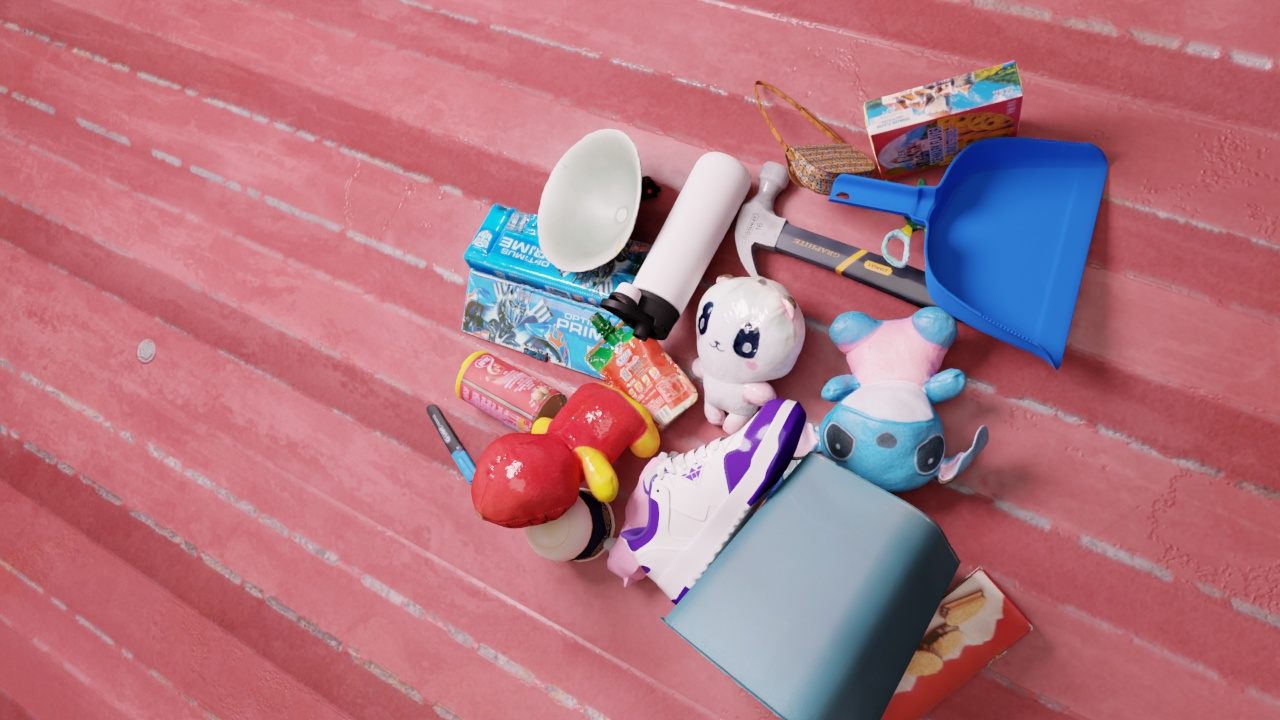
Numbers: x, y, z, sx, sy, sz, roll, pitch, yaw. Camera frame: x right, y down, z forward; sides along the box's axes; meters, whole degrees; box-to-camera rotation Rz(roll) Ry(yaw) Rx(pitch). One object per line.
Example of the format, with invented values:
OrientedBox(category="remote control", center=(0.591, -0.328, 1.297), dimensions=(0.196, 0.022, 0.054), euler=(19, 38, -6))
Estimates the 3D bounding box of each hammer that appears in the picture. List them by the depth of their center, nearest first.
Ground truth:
OrientedBox(category="hammer", center=(0.250, -0.107, 1.003), dimensions=(0.313, 0.035, 0.139), euler=(23, 89, 21))

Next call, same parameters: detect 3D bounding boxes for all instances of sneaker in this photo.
OrientedBox(category="sneaker", center=(0.066, 0.123, 0.930), dimensions=(0.111, 0.091, 0.244), euler=(37, 104, 16))

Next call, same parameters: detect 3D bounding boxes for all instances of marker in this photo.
OrientedBox(category="marker", center=(-0.237, 0.104, 1.155), dimensions=(0.018, 0.015, 0.123), euler=(-40, 69, 11))

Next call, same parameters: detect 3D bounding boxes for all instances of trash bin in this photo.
OrientedBox(category="trash bin", center=(0.175, 0.229, 0.879), dimensions=(0.197, 0.199, 0.218), euler=(30, 79, 38))

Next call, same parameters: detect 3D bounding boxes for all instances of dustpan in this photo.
OrientedBox(category="dustpan", center=(0.319, -0.138, 0.932), dimensions=(0.258, 0.059, 0.245), euler=(15, 70, 20))

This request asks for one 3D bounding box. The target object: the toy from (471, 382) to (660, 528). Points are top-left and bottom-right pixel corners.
OrientedBox(category="toy", center=(-0.090, 0.103, 1.000), dimensions=(0.148, 0.215, 0.099), euler=(19, 132, 48))

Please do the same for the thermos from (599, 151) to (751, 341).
OrientedBox(category="thermos", center=(0.041, -0.132, 1.020), dimensions=(0.069, 0.101, 0.229), euler=(16, 71, 39))

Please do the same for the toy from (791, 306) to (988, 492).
OrientedBox(category="toy", center=(0.243, 0.039, 0.950), dimensions=(0.224, 0.099, 0.191), euler=(3, 76, 21))

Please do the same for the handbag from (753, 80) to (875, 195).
OrientedBox(category="handbag", center=(0.178, -0.252, 1.035), dimensions=(0.195, 0.093, 0.043), euler=(58, 143, 32))

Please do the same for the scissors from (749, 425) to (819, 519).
OrientedBox(category="scissors", center=(0.155, 0.124, 1.011), dimensions=(0.083, 0.016, 0.135), euler=(8, 83, 22))

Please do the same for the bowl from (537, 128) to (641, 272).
OrientedBox(category="bowl", center=(-0.040, -0.175, 1.069), dimensions=(0.175, 0.067, 0.174), euler=(-14, 69, 40))

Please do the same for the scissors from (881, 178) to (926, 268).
OrientedBox(category="scissors", center=(0.285, -0.147, 0.982), dimensions=(0.108, 0.012, 0.131), euler=(-21, 62, -11))

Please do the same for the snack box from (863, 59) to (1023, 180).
OrientedBox(category="snack box", center=(0.311, -0.241, 0.943), dimensions=(0.145, 0.142, 0.040), euler=(-12, 79, 18))

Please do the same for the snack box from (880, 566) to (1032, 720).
OrientedBox(category="snack box", center=(0.262, 0.323, 0.924), dimensions=(0.273, 0.044, 0.076), euler=(-42, 70, 9))

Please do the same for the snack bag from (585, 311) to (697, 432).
OrientedBox(category="snack bag", center=(-0.006, 0.006, 1.053), dimensions=(0.087, 0.044, 0.155), euler=(-44, 83, 23))

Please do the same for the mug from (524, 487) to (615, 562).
OrientedBox(category="mug", center=(-0.097, 0.185, 1.051), dimensions=(0.112, 0.089, 0.085), euler=(14, 86, 21))

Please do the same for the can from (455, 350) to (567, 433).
OrientedBox(category="can", center=(-0.157, 0.042, 1.108), dimensions=(0.124, 0.066, 0.066), euler=(27, 91, 21))

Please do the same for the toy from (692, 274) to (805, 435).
OrientedBox(category="toy", center=(0.112, -0.007, 1.007), dimensions=(0.139, 0.101, 0.180), euler=(30, 110, 42))

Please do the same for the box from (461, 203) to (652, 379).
OrientedBox(category="box", center=(-0.108, -0.087, 1.116), dimensions=(0.244, 0.060, 0.175), euler=(18, 88, 22))

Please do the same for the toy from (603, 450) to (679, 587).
OrientedBox(category="toy", center=(0.029, 0.183, 1.020), dimensions=(0.123, 0.067, 0.157), euler=(20, 93, 19))

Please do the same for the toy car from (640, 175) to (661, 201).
OrientedBox(category="toy car", center=(-0.022, -0.212, 1.113), dimensions=(0.092, 0.042, 0.036), euler=(15, 99, 21))
